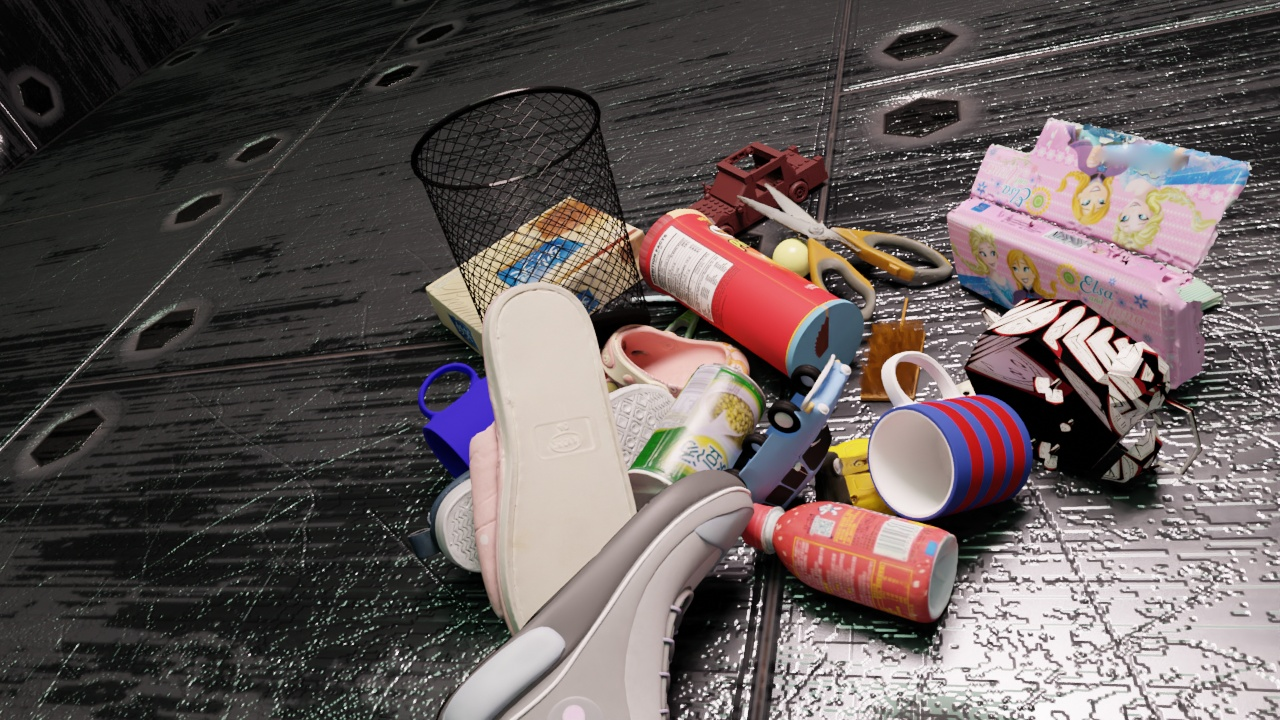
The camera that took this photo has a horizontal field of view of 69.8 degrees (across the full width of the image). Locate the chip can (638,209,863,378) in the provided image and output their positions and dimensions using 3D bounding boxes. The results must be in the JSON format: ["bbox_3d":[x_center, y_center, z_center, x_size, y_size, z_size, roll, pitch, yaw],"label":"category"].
[{"bbox_3d":[0.093,-0.060,0.821,0.087,0.087,0.213,-35,44,-17],"label":"chip can"}]

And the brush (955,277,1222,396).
[{"bbox_3d":[0.343,-0.012,0.714,0.217,0.012,0.033,-24,37,1],"label":"brush"}]

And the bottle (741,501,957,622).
[{"bbox_3d":[0.132,0.125,0.606,0.138,0.062,0.061,12,48,36],"label":"bottle"}]

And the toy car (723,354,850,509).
[{"bbox_3d":[0.104,0.061,0.647,0.055,0.154,0.056,35,46,7],"label":"toy car"}]

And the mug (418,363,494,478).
[{"bbox_3d":[-0.143,0.051,0.801,0.083,0.111,0.079,-41,-2,-24],"label":"mug"}]

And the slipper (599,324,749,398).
[{"bbox_3d":[-0.005,0.005,0.810,0.197,0.081,0.093,-8,38,14],"label":"slipper"}]

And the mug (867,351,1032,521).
[{"bbox_3d":[0.201,0.046,0.616,0.076,0.075,0.112,-5,72,-32],"label":"mug"}]

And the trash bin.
[{"bbox_3d":[-0.092,-0.110,0.847,0.184,0.184,0.210,-20,80,3],"label":"trash bin"}]

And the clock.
[{"bbox_3d":[0.287,0.028,0.605,0.065,0.115,0.155,-36,41,-18],"label":"clock"}]

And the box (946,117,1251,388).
[{"bbox_3d":[0.322,-0.092,0.689,0.061,0.161,0.230,-10,27,-19],"label":"box"}]

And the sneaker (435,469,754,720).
[{"bbox_3d":[0.014,0.191,0.556,0.256,0.093,0.160,-38,65,-23],"label":"sneaker"}]

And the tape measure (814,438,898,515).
[{"bbox_3d":[0.159,0.085,0.662,0.064,0.037,0.065,-10,38,17],"label":"tape measure"}]

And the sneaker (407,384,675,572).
[{"bbox_3d":[-0.070,0.094,0.733,0.235,0.089,0.087,-26,7,-28],"label":"sneaker"}]

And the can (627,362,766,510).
[{"bbox_3d":[0.043,0.066,0.713,0.067,0.067,0.120,11,51,36],"label":"can"}]

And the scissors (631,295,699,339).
[{"bbox_3d":[0.066,-0.061,0.914,0.173,0.021,0.171,-3,44,30],"label":"scissors"}]

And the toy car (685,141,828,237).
[{"bbox_3d":[0.118,-0.187,1.000,0.169,0.062,0.070,-32,38,-13],"label":"toy car"}]

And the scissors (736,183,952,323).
[{"bbox_3d":[0.188,-0.115,0.869,0.175,0.016,0.225,-15,45,-13],"label":"scissors"}]

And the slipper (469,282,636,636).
[{"bbox_3d":[-0.065,0.080,0.654,0.114,0.274,0.055,-2,-10,-26],"label":"slipper"}]

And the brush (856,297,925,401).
[{"bbox_3d":[0.216,-0.015,0.775,0.048,0.017,0.126,-1,42,26],"label":"brush"}]

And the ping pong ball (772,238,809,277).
[{"bbox_3d":[0.149,-0.099,0.893,0.040,0.040,0.040,-14,38,11],"label":"ping pong ball"}]

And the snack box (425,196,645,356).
[{"bbox_3d":[-0.109,-0.090,0.999,0.207,0.055,0.153,-36,39,-18],"label":"snack box"}]
